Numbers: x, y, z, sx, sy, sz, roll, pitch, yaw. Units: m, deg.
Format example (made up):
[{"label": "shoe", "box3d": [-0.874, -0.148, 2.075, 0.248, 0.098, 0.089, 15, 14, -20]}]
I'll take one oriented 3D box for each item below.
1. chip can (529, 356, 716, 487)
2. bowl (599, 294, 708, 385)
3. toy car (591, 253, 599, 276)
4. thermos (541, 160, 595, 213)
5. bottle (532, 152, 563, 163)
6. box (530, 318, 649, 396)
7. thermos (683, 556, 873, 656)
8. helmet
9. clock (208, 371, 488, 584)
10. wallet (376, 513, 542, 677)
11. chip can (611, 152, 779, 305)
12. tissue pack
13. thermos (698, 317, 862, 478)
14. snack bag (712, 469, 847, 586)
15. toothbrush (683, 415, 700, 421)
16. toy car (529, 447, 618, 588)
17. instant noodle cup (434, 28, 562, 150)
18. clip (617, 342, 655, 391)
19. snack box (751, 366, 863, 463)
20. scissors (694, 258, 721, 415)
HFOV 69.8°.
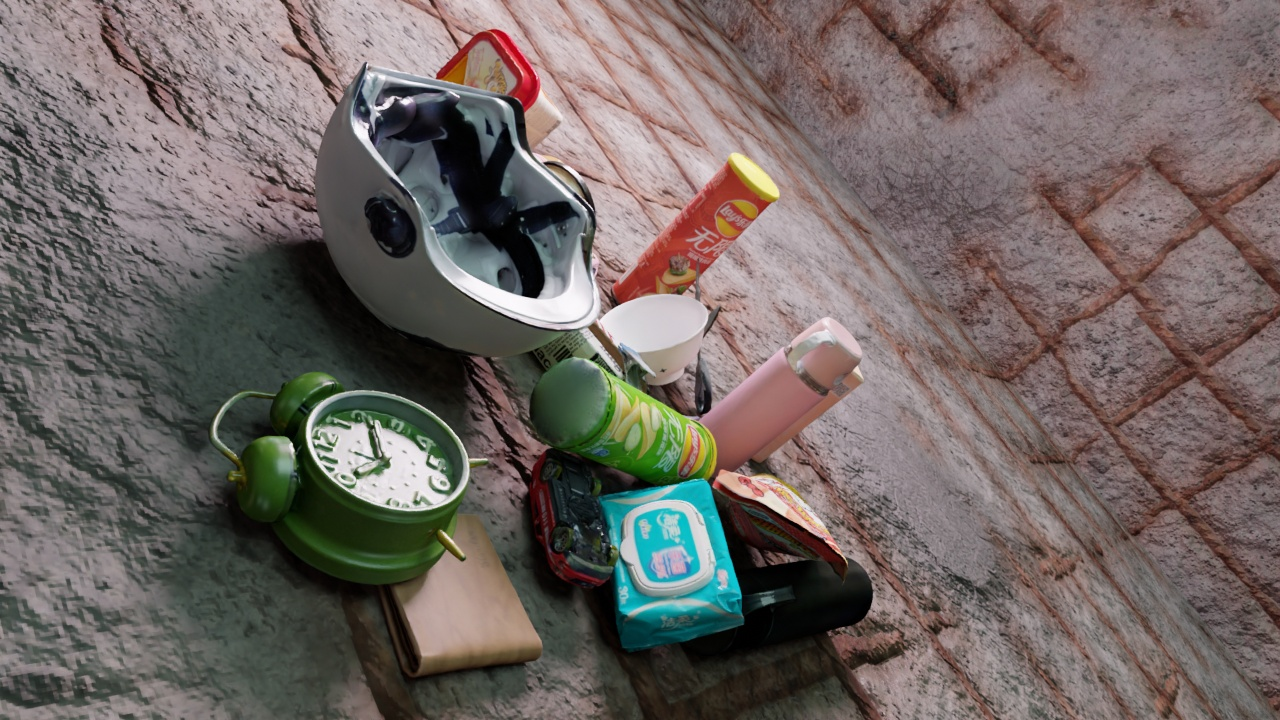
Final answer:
[{"label": "chip can", "box3d": [-0.009, 0.059, 0.763, 0.221, 0.073, 0.072, 33, 25, -58]}, {"label": "bowl", "box3d": [0.016, -0.014, 0.963, 0.118, 0.118, 0.065, -86, 167, -58]}, {"label": "toy car", "box3d": [-0.077, -0.081, 0.945, 0.037, 0.056, 0.122, 41, 25, 4]}, {"label": "thermos", "box3d": [-0.113, -0.137, 0.903, 0.093, 0.093, 0.142, 49, 48, 6]}, {"label": "bottle", "box3d": [-0.127, -0.197, 1.022, 0.068, 0.068, 0.189, 51, 25, 9]}, {"label": "box", "box3d": [-0.064, -0.005, 0.842, 0.163, 0.076, 0.073, 51, 20, 3]}, {"label": "thermos", "box3d": [0.132, 0.210, 0.799, 0.242, 0.090, 0.068, 10, 63, -53]}, {"label": "helmet", "box3d": [-0.158, -0.100, 0.736, 0.258, 0.146, 0.228, 59, 30, 6]}, {"label": "clock", "box3d": [-0.175, 0.065, 0.548, 0.161, 0.056, 0.116, 24, 28, -15]}, {"label": "wallet", "box3d": [-0.122, 0.143, 0.581, 0.101, 0.020, 0.115, 14, 37, -52]}, {"label": "chip can", "box3d": [0.058, -0.134, 1.045, 0.073, 0.217, 0.073, 35, 26, -21]}, {"label": "tissue pack", "box3d": [0.019, 0.150, 0.699, 0.133, 0.093, 0.050, -106, -174, -47]}, {"label": "thermos", "box3d": [0.128, 0.038, 0.919, 0.087, 0.199, 0.067, 4, 49, -53]}, {"label": "snack bag", "box3d": [0.117, 0.138, 0.803, 0.128, 0.073, 0.208, 38, -3, 7]}, {"label": "toothbrush", "box3d": [0.060, 0.064, 0.988, 0.187, 0.017, 0.016, 15, 39, -50]}, {"label": "toy car", "box3d": [-0.054, 0.120, 0.689, 0.053, 0.045, 0.120, 28, 24, -32]}, {"label": "instant noodle cup", "box3d": [-0.163, -0.309, 1.096, 0.116, 0.117, 0.124, 55, 14, 18]}, {"label": "clip", "box3d": [-0.006, 0.006, 0.824, 0.024, 0.027, 0.056, 33, 18, -35]}, {"label": "snack box", "box3d": [0.176, 0.040, 1.042, 0.026, 0.158, 0.084, 36, 26, -26]}, {"label": "scissors", "box3d": [0.063, -0.022, 1.002, 0.014, 0.181, 0.159, -9, 81, -14]}]
